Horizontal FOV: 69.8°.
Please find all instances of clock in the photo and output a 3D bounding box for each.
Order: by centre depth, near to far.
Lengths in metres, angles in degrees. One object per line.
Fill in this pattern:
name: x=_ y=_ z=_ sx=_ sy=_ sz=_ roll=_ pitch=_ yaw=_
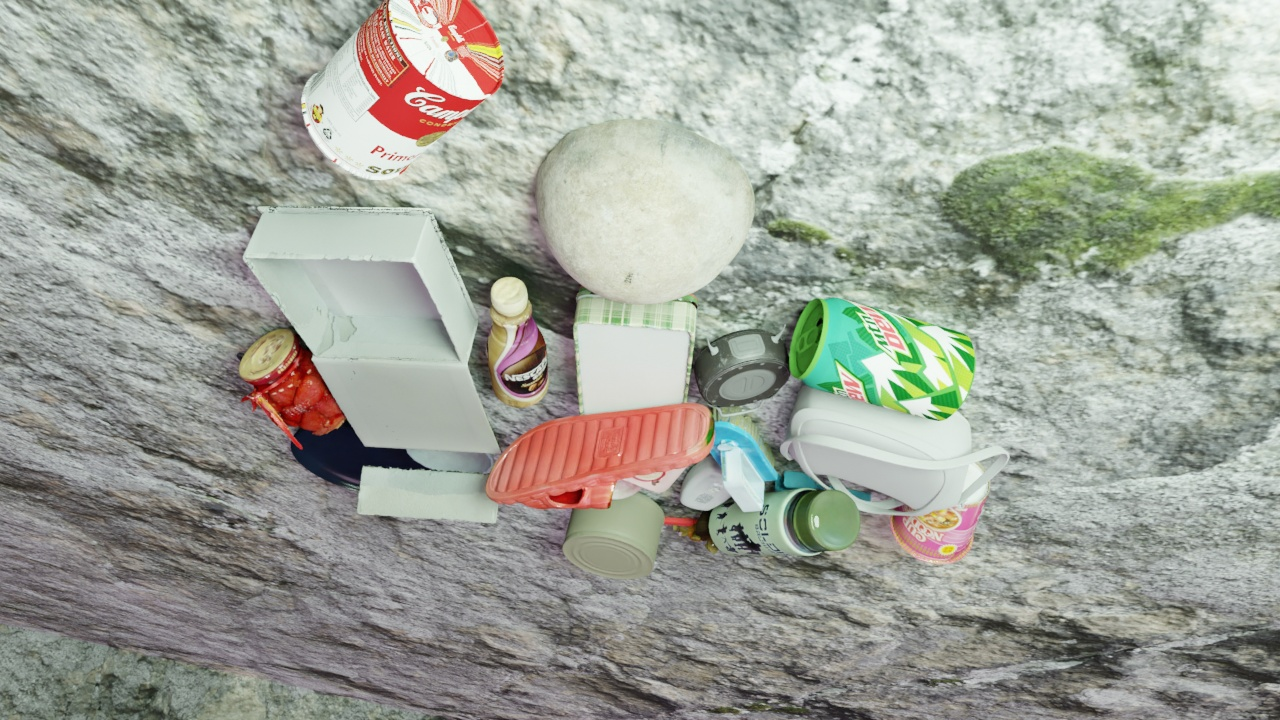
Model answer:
clock: x=0.096 y=0.008 z=0.880 sx=0.091 sy=0.043 sz=0.123 roll=-10 pitch=150 yaw=-6

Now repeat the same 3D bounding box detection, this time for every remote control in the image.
remote control: x=0.086 y=0.152 z=1.131 sx=0.060 sy=0.028 sz=0.115 roll=15 pitch=147 yaw=-10

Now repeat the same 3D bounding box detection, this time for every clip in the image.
clip: x=0.210 y=0.170 z=1.136 sx=0.119 sy=0.027 sz=0.103 roll=27 pitch=140 yaw=-27

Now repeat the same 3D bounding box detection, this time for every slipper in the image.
slipper: x=-0.037 y=0.103 z=0.928 sx=0.249 sy=0.103 sz=0.059 roll=-14 pitch=129 yaw=16
slipper: x=-0.007 y=0.120 z=1.079 sx=0.106 sy=0.055 sz=0.222 roll=24 pitch=145 yaw=-19

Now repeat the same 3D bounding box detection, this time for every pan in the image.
pan: x=-0.381 y=0.087 z=1.143 sx=0.199 sy=0.021 sz=0.356 roll=-5 pitch=146 yaw=20

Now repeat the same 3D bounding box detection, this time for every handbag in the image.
handbag: x=0.249 y=0.114 z=0.949 sx=0.216 sy=0.095 sz=0.223 roll=18 pitch=151 yaw=18

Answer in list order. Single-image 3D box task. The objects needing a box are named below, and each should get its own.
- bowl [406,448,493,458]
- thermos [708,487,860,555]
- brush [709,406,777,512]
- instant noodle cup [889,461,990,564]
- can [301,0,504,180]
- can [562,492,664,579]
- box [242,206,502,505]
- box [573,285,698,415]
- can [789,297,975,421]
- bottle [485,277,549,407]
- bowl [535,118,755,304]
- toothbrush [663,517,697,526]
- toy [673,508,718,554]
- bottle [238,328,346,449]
bowl: x=-0.226 y=0.099 z=1.111 sx=0.106 sy=0.039 sz=0.106 roll=6 pitch=147 yaw=4
thermos: x=0.168 y=0.192 z=1.074 sx=0.082 sy=0.082 sz=0.232 roll=20 pitch=161 yaw=-18
brush: x=0.107 y=0.107 z=1.015 sx=0.055 sy=0.075 sz=0.136 roll=-8 pitch=144 yaw=23
instant noodle cup: x=0.343 y=0.162 z=1.036 sx=0.098 sy=0.097 sz=0.109 roll=6 pitch=140 yaw=3
can: x=-0.160 y=-0.185 z=0.615 sx=0.086 sy=0.086 sz=0.117 roll=33 pitch=140 yaw=-33
can: x=-0.036 y=0.232 z=1.230 sx=0.128 sy=0.073 sz=0.128 roll=9 pitch=143 yaw=6
box: x=-0.245 y=0.006 z=0.918 sx=0.166 sy=0.098 sz=0.369 roll=2 pitch=140 yaw=10
box: x=-0.005 y=0.005 z=0.910 sx=0.118 sy=0.050 sz=0.206 roll=3 pitch=148 yaw=3
can: x=0.213 y=-0.002 z=0.815 sx=0.144 sy=0.082 sz=0.083 roll=15 pitch=147 yaw=-9
bottle: x=-0.121 y=-0.018 z=0.889 sx=0.059 sy=0.059 sz=0.166 roll=7 pitch=146 yaw=2
bowl: x=-0.001 y=-0.098 z=0.721 sx=0.178 sy=0.081 sz=0.179 roll=5 pitch=145 yaw=4
toothbrush: x=0.080 y=0.228 z=1.259 sx=0.213 sy=0.017 sz=0.012 roll=2 pitch=147 yaw=10
toy: x=0.086 y=0.226 z=1.219 sx=0.100 sy=0.062 sz=0.076 roll=-12 pitch=162 yaw=37
bottle: x=-0.374 y=0.032 z=0.991 sx=0.099 sy=0.098 sz=0.111 roll=-8 pitch=139 yaw=24
